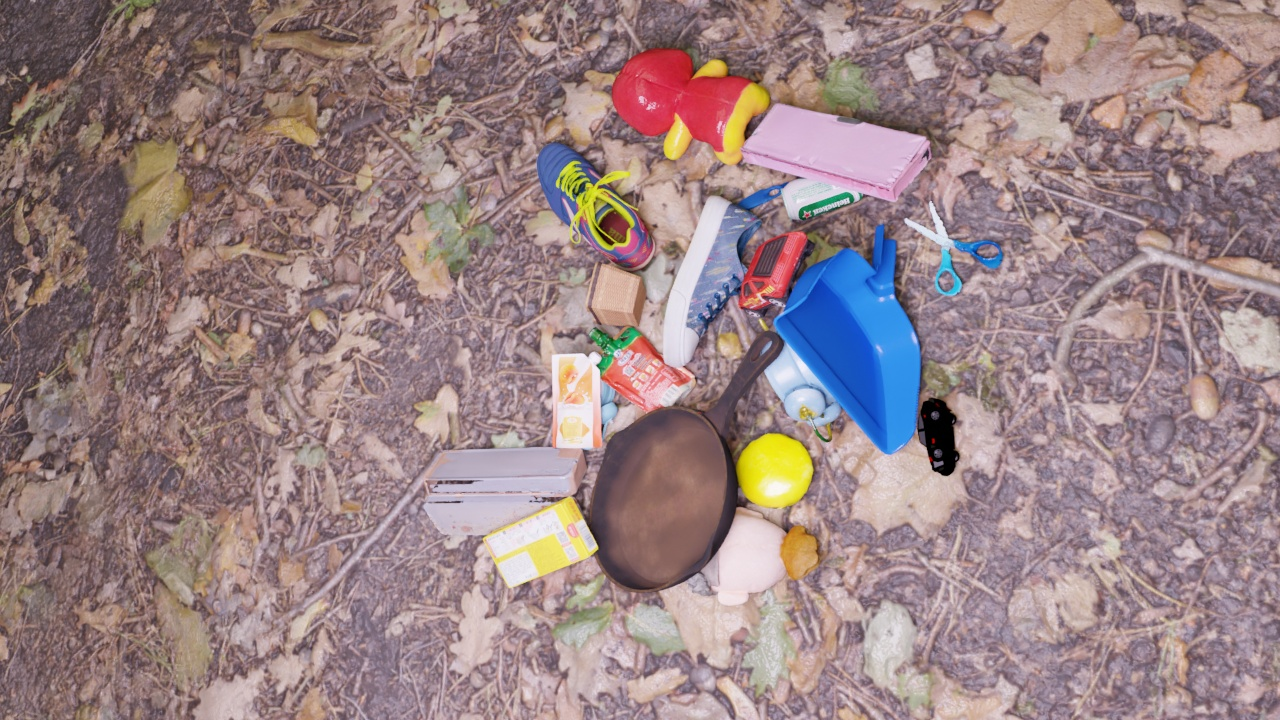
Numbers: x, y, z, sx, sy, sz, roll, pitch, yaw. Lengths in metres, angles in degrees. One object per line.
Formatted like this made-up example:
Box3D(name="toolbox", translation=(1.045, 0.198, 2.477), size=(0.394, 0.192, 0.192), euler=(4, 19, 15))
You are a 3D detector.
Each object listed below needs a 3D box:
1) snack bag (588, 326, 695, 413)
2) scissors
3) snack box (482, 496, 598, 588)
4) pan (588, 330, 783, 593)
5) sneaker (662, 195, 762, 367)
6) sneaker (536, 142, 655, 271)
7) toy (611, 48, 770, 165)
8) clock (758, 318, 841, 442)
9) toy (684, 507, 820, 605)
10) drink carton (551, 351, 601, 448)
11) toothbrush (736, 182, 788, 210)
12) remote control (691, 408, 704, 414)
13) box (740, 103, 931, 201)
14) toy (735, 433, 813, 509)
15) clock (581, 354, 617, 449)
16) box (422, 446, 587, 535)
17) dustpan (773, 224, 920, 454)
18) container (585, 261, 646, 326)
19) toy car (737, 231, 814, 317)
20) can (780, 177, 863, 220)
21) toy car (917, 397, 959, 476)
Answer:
Box3D(name="snack bag", translation=(-0.007, 0.007, 1.196), size=(0.155, 0.044, 0.087), euler=(38, 68, 15))
Box3D(name="scissors", translation=(0.388, -0.148, 1.131), size=(0.104, 0.015, 0.133), euler=(-22, 67, 16))
Box3D(name="snack box", translation=(-0.129, 0.232, 1.164), size=(0.153, 0.025, 0.075), euler=(-28, 90, 34))
Box3D(name="pan", translation=(0.066, 0.118, 1.097), size=(0.356, 0.043, 0.248), euler=(-55, 40, 11))
Box3D(name="sneaker", translation=(0.092, -0.099, 1.178), size=(0.079, 0.087, 0.235), euler=(16, 79, 14))
Box3D(name="sneaker", translation=(-0.070, -0.227, 1.256), size=(0.116, 0.091, 0.242), euler=(-45, 68, 7))
Box3D(name="toy", translation=(0.058, -0.354, 1.245), size=(0.216, 0.099, 0.147), euler=(24, 78, 17))
Box3D(name="clock", translation=(0.197, 0.022, 1.098), size=(0.060, 0.118, 0.162), euler=(-30, 63, 21))
Box3D(name="toy", translation=(0.128, 0.228, 1.095), size=(0.176, 0.076, 0.132), euler=(1, 65, 21))
Box3D(name="drink carton", translation=(-0.082, 0.050, 1.183), size=(0.069, 0.038, 0.122), euler=(-2, 89, 18))
Box3D(name="toothbrush", translation=(0.186, -0.225, 1.211), size=(0.132, 0.016, 0.021), euler=(-21, 67, 12))
Box3D(name="remote control", translation=(0.053, 0.123, 1.177), size=(0.039, 0.010, 0.124), euler=(10, 81, 20))
Box3D(name="box", translation=(0.237, -0.263, 1.140), size=(0.233, 0.046, 0.097), euler=(29, 67, 40))
Box3D(name="toy", translation=(0.163, 0.135, 1.122), size=(0.096, 0.041, 0.094), euler=(-8, 70, 17))
Box3D(name="clock", translation=(-0.072, 0.057, 1.222), size=(0.087, 0.042, 0.123), euler=(-5, 81, 17))
Box3D(name="box", translation=(-0.177, 0.166, 1.219), size=(0.216, 0.095, 0.107), euler=(-3, 54, 17))
Box3D(name="dustpan", translation=(0.262, -0.064, 1.082), size=(0.060, 0.245, 0.256), euler=(-22, 35, 36))
Box3D(name="container", translation=(-0.030, -0.082, 1.204), size=(0.061, 0.114, 0.063), euler=(12, 81, 7))
Box3D(name="toy car", translation=(0.157, -0.104, 1.108), size=(0.056, 0.189, 0.081), euler=(25, 84, -3))
Box3D(name="can", translation=(0.234, -0.216, 1.173), size=(0.101, 0.053, 0.053), euler=(-18, 72, 13))
Box3D(name="toy car", translation=(0.346, 0.090, 1.073), size=(0.036, 0.042, 0.091), euler=(-12, 73, 42))
